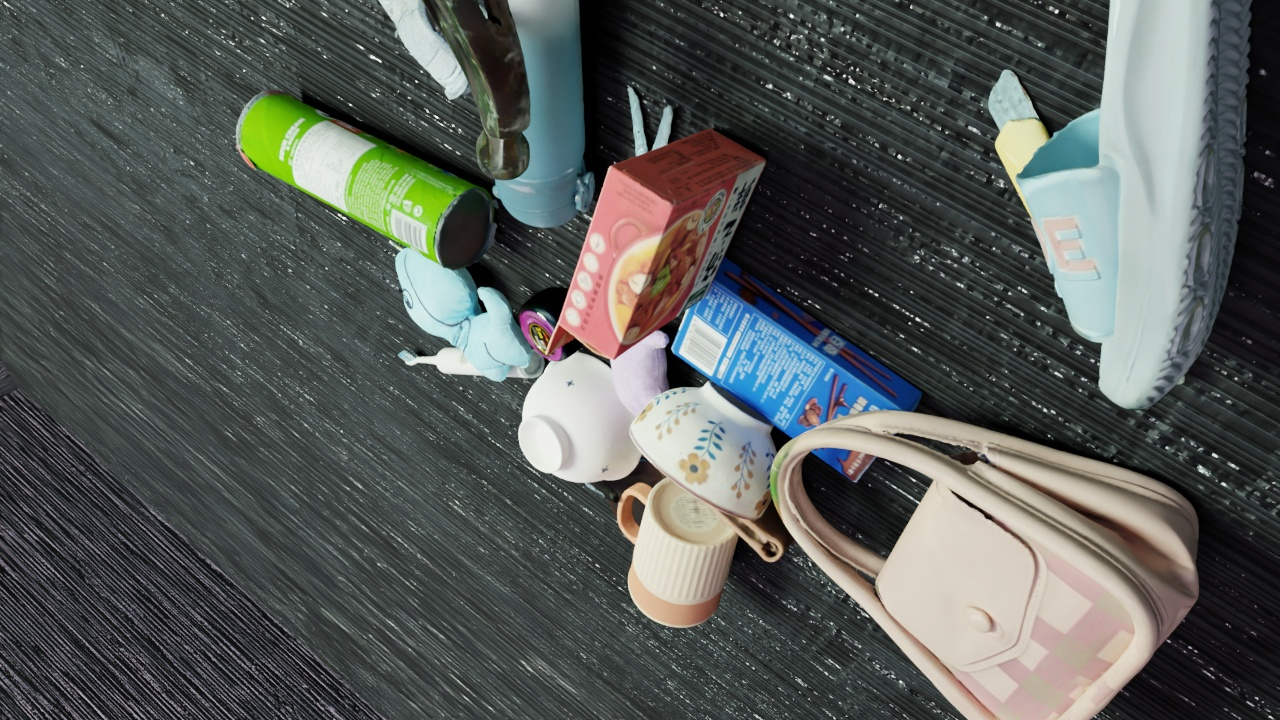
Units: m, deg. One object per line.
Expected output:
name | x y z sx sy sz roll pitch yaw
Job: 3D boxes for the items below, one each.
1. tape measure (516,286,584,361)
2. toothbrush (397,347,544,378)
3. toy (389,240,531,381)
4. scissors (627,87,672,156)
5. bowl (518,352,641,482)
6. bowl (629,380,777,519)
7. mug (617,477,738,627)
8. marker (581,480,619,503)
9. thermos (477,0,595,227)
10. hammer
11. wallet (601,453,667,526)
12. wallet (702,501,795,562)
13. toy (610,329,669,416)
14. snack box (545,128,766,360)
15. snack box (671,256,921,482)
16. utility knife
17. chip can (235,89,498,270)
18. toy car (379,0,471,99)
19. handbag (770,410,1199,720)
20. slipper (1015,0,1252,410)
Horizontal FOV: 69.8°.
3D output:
tape measure | -0.067 -0.030 0.731 0.057 0.039 0.058 56 150 -11
toothbrush | -0.170 0.000 0.880 0.221 0.026 0.026 2 148 46
toy | -0.161 -0.048 0.795 0.156 0.049 0.162 58 148 -4
scissors | -0.002 -0.115 0.600 0.096 0.017 0.137 21 135 41
bowl | -0.063 0.058 0.768 0.118 0.064 0.118 20 122 35
bowl | 0.055 0.054 0.652 0.113 0.113 0.062 35 101 15
mug | 0.026 0.149 0.774 0.114 0.081 0.106 39 138 29
marker | -0.048 0.110 0.840 0.018 0.015 0.124 60 163 -19
thermos | -0.065 -0.181 0.554 0.070 0.070 0.221 28 142 25
hammer | -0.152 -0.256 0.513 0.323 0.031 0.126 56 162 15
wallet | -0.004 0.109 0.826 0.096 0.020 0.122 7 132 42
wallet | 0.067 0.104 0.693 0.115 0.020 0.101 38 -173 16
toy | -0.004 0.004 0.700 0.084 0.038 0.108 38 152 38
snack box | 0.009 -0.059 0.528 0.044 0.113 0.127 34 127 16
snack box | 0.098 0.007 0.605 0.157 0.026 0.085 36 143 13
utility knife | 0.207 -0.058 0.435 0.031 0.018 0.173 -22 110 49
chip can | -0.225 -0.148 0.744 0.236 0.072 0.072 28 142 24
toy car | -0.145 -0.233 0.609 0.120 0.036 0.054 55 145 -9
handbag | 0.188 0.116 0.563 0.234 0.093 0.194 30 142 19
slipper | 0.187 -0.087 0.356 0.074 0.103 0.246 9 127 37
